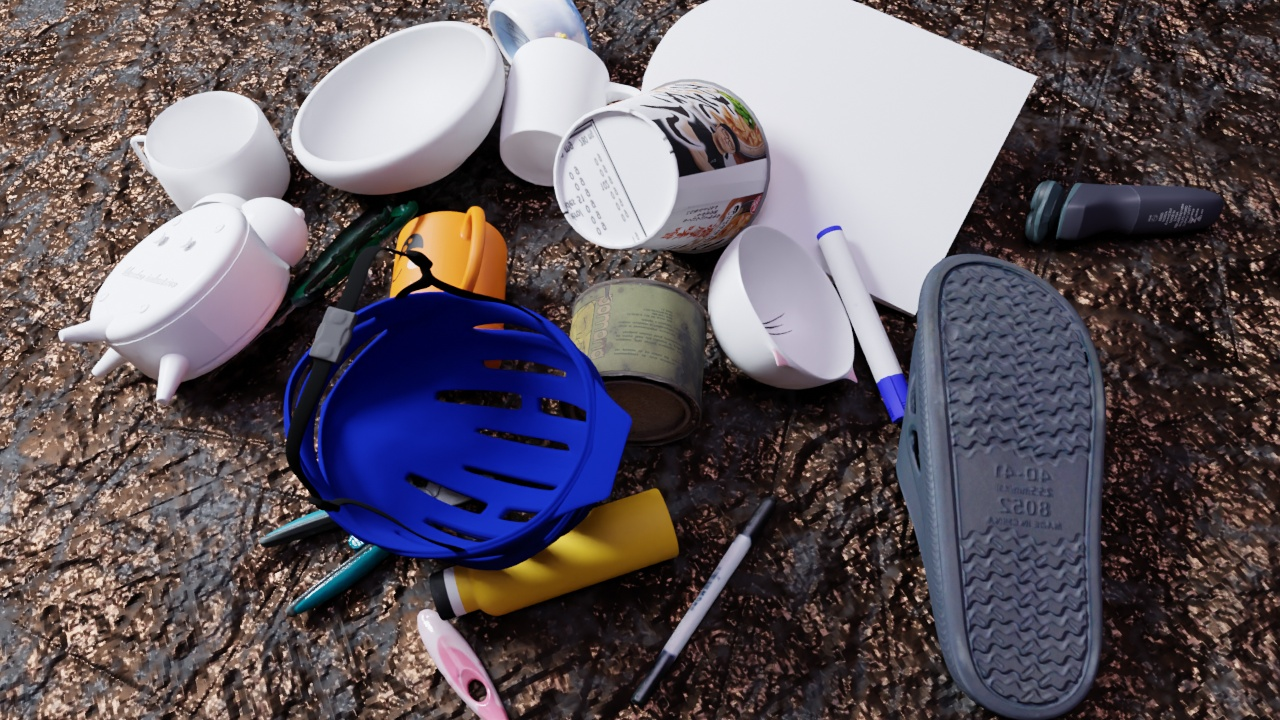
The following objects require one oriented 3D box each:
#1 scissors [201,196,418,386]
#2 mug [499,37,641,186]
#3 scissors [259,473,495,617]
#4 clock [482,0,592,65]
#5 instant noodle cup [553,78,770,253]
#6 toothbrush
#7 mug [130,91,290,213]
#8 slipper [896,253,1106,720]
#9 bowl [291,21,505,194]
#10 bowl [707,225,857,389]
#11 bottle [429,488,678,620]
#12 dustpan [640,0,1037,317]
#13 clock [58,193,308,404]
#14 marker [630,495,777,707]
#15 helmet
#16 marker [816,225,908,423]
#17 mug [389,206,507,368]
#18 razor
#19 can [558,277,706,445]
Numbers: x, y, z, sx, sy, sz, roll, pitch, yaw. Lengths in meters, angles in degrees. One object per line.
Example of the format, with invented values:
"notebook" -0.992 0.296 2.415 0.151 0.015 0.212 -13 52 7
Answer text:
"scissors" -0.246 -0.057 0.674 0.210 0.015 0.137 -39 27 1
"mug" -0.054 -0.193 0.727 0.114 0.081 0.087 5 63 7
"scissors" -0.169 0.105 0.577 0.126 0.019 0.154 15 57 10
"clock" -0.096 -0.288 0.787 0.052 0.089 0.125 -41 65 -14
"instant noodle cup" 0.009 -0.125 0.612 0.124 0.124 0.121 25 23 18
"toothbrush" -0.088 0.193 0.518 0.021 0.016 0.135 -35 59 -19
"mug" -0.343 -0.159 0.728 0.115 0.068 0.094 4 57 6
"slipper" 0.211 0.070 0.549 0.110 0.083 0.267 3 75 -4
"bowl" -0.182 -0.189 0.730 0.177 0.066 0.176 -11 50 14
"bowl" 0.086 -0.028 0.610 0.114 0.051 0.114 27 46 -32
"bottle" -0.052 0.118 0.546 0.143 0.043 0.043 -17 58 -7
"dustpan" 0.127 -0.171 0.693 0.258 0.053 0.191 27 87 10
"clock" -0.313 -0.055 0.633 0.125 0.073 0.160 12 59 38
"marker" 0.041 0.140 0.546 0.011 0.011 0.151 29 64 20
"helmet" -0.124 0.023 0.480 0.242 0.227 0.147 8 73 29
"marker" 0.152 -0.026 0.621 0.020 0.020 0.141 -16 71 -7
"mug" -0.125 -0.050 0.621 0.077 0.113 0.095 14 53 -23
"razor" 0.354 -0.110 0.672 0.143 0.047 0.052 0 32 0
"can" -0.004 0.003 0.590 0.090 0.090 0.074 3 58 5
